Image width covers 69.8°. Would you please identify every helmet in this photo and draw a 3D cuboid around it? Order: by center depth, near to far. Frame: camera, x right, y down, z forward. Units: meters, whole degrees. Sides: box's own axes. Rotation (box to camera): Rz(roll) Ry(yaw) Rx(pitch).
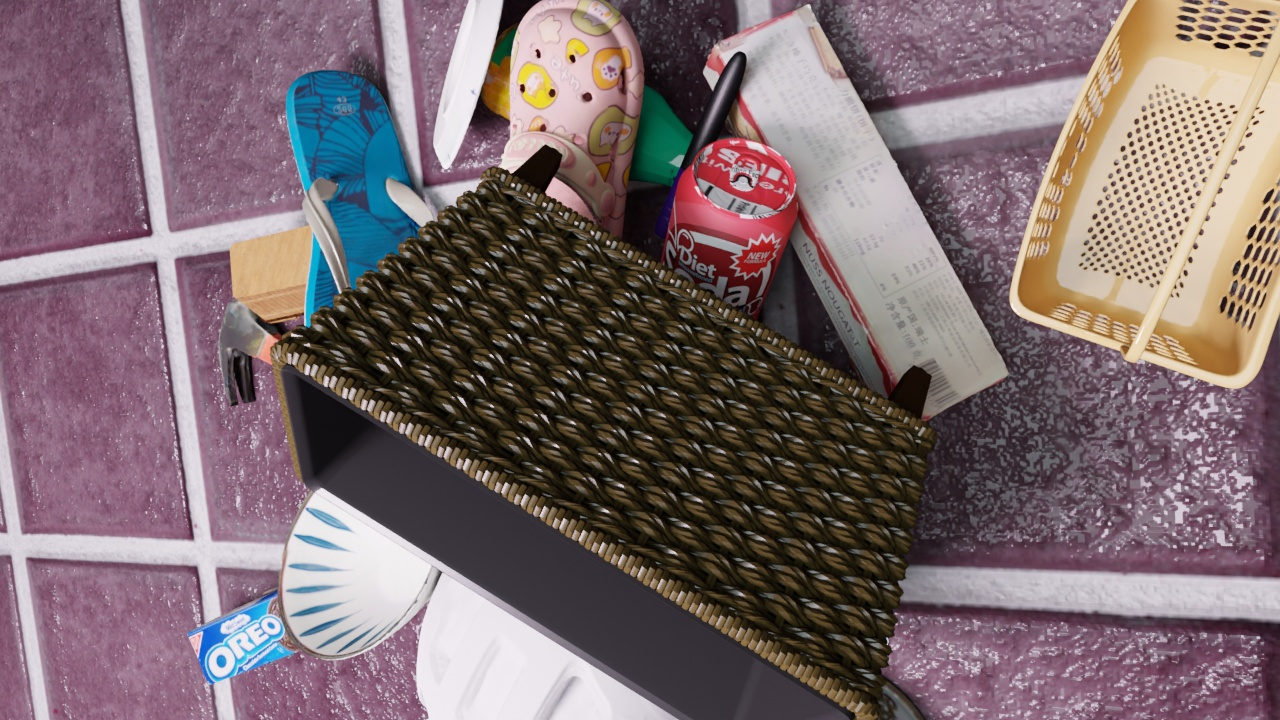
[{"bbox_3d":[-0.062,0.219,0.681,0.224,0.183,0.283,46,126,25],"label":"helmet"}]

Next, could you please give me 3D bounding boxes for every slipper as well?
[{"bbox_3d":[-0.057,-0.133,0.598,0.093,0.081,0.198,18,122,20],"label":"slipper"},{"bbox_3d":[-0.212,-0.099,0.726,0.060,0.118,0.294,-20,79,52],"label":"slipper"}]

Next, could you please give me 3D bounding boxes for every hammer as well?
[{"bbox_3d":[-0.248,0.046,0.807,0.333,0.033,0.133,32,106,17],"label":"hammer"}]

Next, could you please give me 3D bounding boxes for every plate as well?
[{"bbox_3d":[-0.126,-0.217,0.666,0.014,0.157,0.157,14,106,-20],"label":"plate"}]

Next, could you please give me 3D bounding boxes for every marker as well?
[{"bbox_3d":[0.040,-0.136,0.595,0.018,0.015,0.134,12,125,-19],"label":"marker"}]

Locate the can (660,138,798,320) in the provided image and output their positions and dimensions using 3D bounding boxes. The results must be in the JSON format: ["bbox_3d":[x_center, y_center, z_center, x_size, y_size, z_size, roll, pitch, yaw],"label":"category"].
[{"bbox_3d":[0.052,-0.069,0.596,0.074,0.074,0.143,38,150,16],"label":"can"}]

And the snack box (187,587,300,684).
[{"bbox_3d":[-0.318,0.236,0.846,0.227,0.059,0.059,-24,89,25],"label":"snack box"}]

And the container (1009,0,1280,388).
[{"bbox_3d":[0.280,-0.092,0.471,0.129,0.166,0.183,23,105,21],"label":"container"}]

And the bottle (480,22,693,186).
[{"bbox_3d":[-0.011,-0.163,0.650,0.210,0.068,0.068,31,108,11],"label":"bottle"}]

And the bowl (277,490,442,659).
[{"bbox_3d":[-0.204,0.157,0.741,0.178,0.071,0.177,-17,56,26],"label":"bowl"}]

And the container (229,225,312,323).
[{"bbox_3d":[-0.287,-0.076,0.773,0.114,0.061,0.063,-11,79,11],"label":"container"}]

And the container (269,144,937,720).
[{"bbox_3d":[-0.006,0.044,0.530,0.321,0.204,0.177,31,149,2],"label":"container"}]

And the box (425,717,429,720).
[{"bbox_3d":[-0.092,0.326,0.771,0.187,0.033,0.136,-39,75,24],"label":"box"}]

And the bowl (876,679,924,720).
[{"bbox_3d":[0.122,0.299,0.630,0.160,0.093,0.160,3,97,24],"label":"bowl"}]

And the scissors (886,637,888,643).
[{"bbox_3d":[0.132,0.147,0.655,0.104,0.015,0.133,5,104,22],"label":"scissors"}]

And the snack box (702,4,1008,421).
[{"bbox_3d":[0.134,-0.092,0.593,0.076,0.044,0.273,-26,85,-11],"label":"snack box"}]
